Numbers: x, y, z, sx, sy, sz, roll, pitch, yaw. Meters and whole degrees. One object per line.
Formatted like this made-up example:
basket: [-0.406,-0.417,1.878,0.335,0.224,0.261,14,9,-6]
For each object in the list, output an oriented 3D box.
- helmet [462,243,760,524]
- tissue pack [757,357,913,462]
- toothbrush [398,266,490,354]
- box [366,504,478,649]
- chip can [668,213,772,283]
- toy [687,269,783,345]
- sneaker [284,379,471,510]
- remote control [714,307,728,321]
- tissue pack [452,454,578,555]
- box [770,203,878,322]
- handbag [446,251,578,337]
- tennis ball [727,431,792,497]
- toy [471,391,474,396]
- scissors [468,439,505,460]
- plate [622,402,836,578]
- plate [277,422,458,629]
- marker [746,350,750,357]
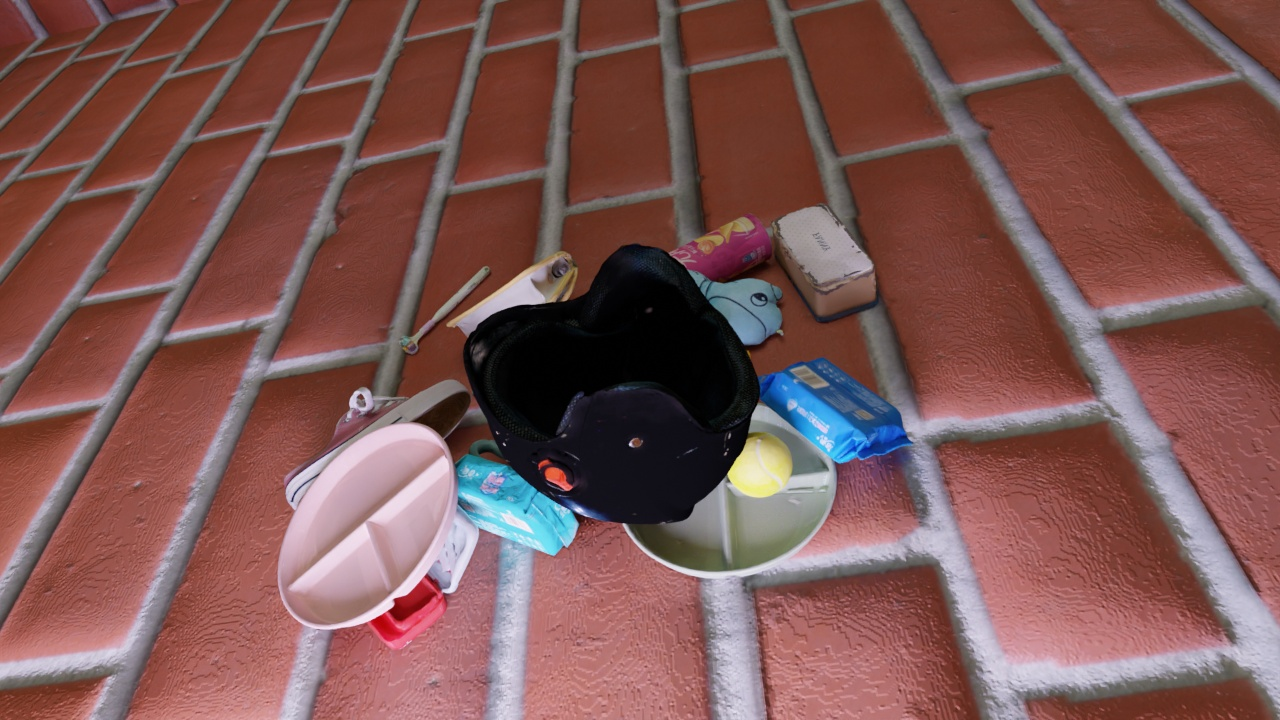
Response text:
helmet: [-0.027,0.039,0.873,0.275,0.231,0.232,5,38,2]
tissue pack: [0.202,0.054,0.964,0.094,0.052,0.157,-13,41,-42]
toothbrush: [-0.274,-0.076,1.310,0.189,0.029,0.020,-51,12,-35]
box: [-0.260,0.194,0.978,0.201,0.063,0.160,32,80,41]
chip can: [0.068,-0.120,1.208,0.210,0.071,0.071,-28,43,-13]
toy: [0.103,-0.064,1.136,0.156,0.050,0.161,41,60,18]
sneaker: [-0.319,0.083,1.089,0.240,0.118,0.088,-34,64,-11]
remote control: [0.045,-0.064,1.098,0.136,0.024,0.053,31,70,18]
tissue pack: [-0.138,0.149,0.964,0.134,0.093,0.050,13,56,30]
box: [0.235,-0.125,1.170,0.090,0.063,0.184,-17,43,-1]
handbag: [-0.152,-0.084,1.217,0.164,0.063,0.178,-28,10,28]
tennis ball: [0.118,0.103,0.911,0.065,0.065,0.065,-9,42,8]
toy: [-0.179,0.006,1.174,0.092,0.030,0.096,-11,44,40]
scissors: [-0.114,0.109,1.028,0.171,0.019,0.177,-19,41,-38]
plate: [0.089,0.132,0.960,0.230,0.027,0.229,-9,41,8]
plate: [-0.279,0.169,0.949,0.230,0.028,0.229,-19,49,23]
marker: [0.088,0.028,1.083,0.018,0.015,0.123,23,56,41]
